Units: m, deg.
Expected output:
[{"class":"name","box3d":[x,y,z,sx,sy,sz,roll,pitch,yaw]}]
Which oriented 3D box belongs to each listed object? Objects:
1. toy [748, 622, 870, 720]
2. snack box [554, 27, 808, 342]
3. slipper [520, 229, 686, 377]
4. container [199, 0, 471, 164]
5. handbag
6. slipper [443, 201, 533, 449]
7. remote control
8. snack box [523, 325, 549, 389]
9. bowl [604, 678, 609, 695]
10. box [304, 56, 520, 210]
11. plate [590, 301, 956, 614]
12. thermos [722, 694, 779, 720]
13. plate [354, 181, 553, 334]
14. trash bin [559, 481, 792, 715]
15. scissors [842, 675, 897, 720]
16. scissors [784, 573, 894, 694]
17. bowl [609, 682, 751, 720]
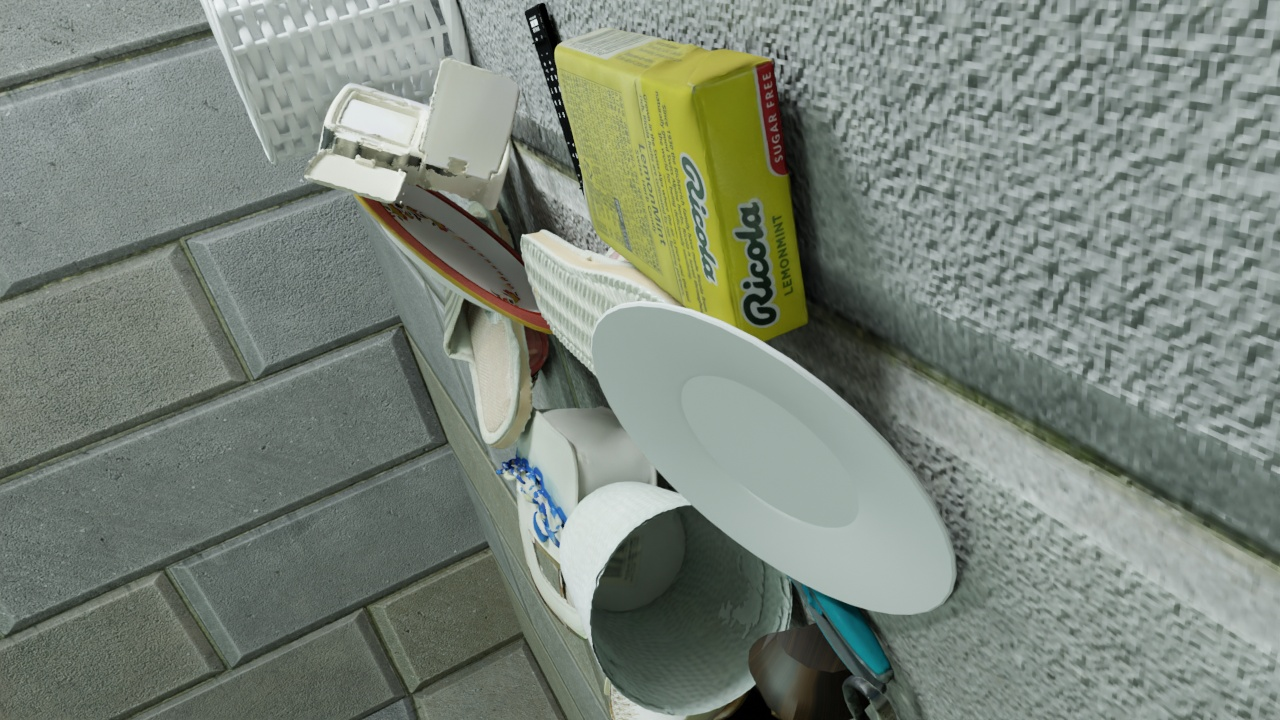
[{"class":"toy","box3d":[0.100,0.201,0.557,0.076,0.062,0.100,17,131,19]},{"class":"snack box","box3d":[0.015,-0.094,0.449,0.181,0.045,0.121,44,153,57]},{"class":"slipper","box3d":[-0.008,-0.033,0.586,0.263,0.052,0.115,32,141,56]},{"class":"container","box3d":[-0.272,-0.291,0.810,0.189,0.186,0.190,56,161,31]},{"class":"handbag","box3d":[-0.066,0.144,0.810,0.201,0.093,0.199,-158,71,-65]},{"class":"slipper","box3d":[-0.153,-0.040,0.883,0.115,0.054,0.272,-51,44,45]},{"class":"remote control","box3d":[-0.047,-0.162,0.605,0.030,0.009,0.140,28,138,65]},{"class":"snack box","box3d":[-0.140,-0.002,1.001,0.072,0.072,0.121,64,164,8]},{"class":"bowl","box3d":[0.023,0.250,0.815,0.074,0.117,0.118,17,147,10]},{"class":"box","box3d":[-0.163,-0.173,0.685,0.183,0.143,0.099,-97,25,-53]},{"class":"plate","box3d":[0.060,0.048,0.448,0.208,0.015,0.209,35,156,18]},{"class":"thermos","box3d":[0.087,0.303,0.728,0.061,0.061,0.232,67,163,-3]},{"class":"plate","box3d":[-0.155,-0.092,0.769,0.230,0.021,0.229,38,-168,-10]},{"class":"trash bin","box3d":[0.010,0.150,0.641,0.133,0.133,0.161,69,166,-9]},{"class":"scissors","box3d":[0.153,0.236,0.499,0.157,0.012,0.171,59,160,-4]},{"class":"scissors","box3d":[0.098,0.122,0.527,0.136,0.019,0.139,69,164,-3]},{"class":"bowl","box3d":[0.044,0.233,0.709,0.063,0.145,0.145,32,176,-22]}]
